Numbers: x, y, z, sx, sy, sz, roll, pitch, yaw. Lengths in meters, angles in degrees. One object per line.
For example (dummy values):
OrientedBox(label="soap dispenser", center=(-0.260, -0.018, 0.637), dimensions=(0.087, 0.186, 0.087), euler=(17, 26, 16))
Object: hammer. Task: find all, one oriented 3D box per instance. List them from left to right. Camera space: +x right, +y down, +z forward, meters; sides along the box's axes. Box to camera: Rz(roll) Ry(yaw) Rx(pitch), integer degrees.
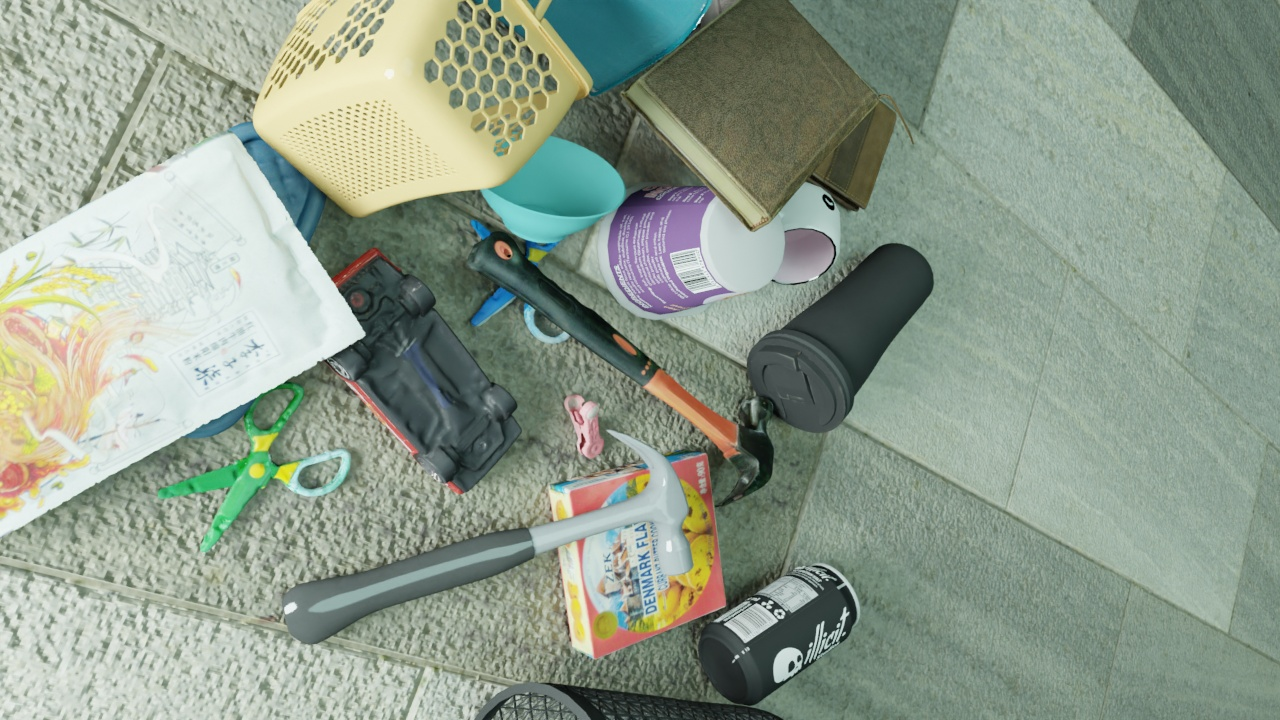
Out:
OrientedBox(label="hammer", center=(-0.105, 0.140, 0.689), dimensions=(0.310, 0.029, 0.125), euler=(-13, 98, -22))
OrientedBox(label="hammer", center=(-0.004, 0.004, 0.757), dimensions=(0.333, 0.033, 0.132), euler=(38, 40, -26))

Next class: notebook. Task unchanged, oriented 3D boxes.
OrientedBox(label="notebook", center=(0.112, -0.196, 0.735), dimensions=(0.190, 0.035, 0.214), euler=(45, 53, -4))

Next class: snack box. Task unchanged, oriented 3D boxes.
OrientedBox(label="snack box", center=(0.000, 0.161, 0.786), dimensions=(0.144, 0.040, 0.142), euler=(-11, 97, -34))

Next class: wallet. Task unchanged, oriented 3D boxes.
OrientedBox(label="wallet", center=(0.207, -0.224, 0.928), dimensions=(0.098, 0.027, 0.121), euler=(26, 78, -30))

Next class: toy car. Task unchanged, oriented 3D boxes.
OrientedBox(label="toy car", center=(-0.160, 0.013, 0.662), dimensions=(0.081, 0.056, 0.189), euler=(-48, 123, -23))

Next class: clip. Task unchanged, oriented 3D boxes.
OrientedBox(label="clip", center=(-0.049, 0.052, 0.763), dimensions=(0.023, 0.050, 0.059), euler=(-28, 148, -29))

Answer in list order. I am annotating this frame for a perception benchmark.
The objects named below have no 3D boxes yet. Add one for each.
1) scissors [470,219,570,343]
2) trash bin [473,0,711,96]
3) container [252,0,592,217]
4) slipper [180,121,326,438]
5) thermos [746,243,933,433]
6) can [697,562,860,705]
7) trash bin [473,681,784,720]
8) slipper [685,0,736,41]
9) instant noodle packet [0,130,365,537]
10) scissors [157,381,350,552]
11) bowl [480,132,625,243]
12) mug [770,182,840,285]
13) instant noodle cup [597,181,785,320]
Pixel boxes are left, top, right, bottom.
OrientedBox(label="scissors", center=(-0.091, -0.066, 0.735), dimensions=(0.125, 0.013, 0.130), euler=(-46, 113, -26))
OrientedBox(label="trash bin", center=(-0.061, -0.339, 0.647), dimensions=(0.218, 0.199, 0.196), euler=(24, 77, -26))
OrientedBox(label="container", center=(-0.135, -0.191, 0.583), dimensions=(0.129, 0.184, 0.166), euler=(45, 57, -38))
OrientedBox(label="slipper", center=(-0.266, -0.057, 0.585), dimensions=(0.103, 0.059, 0.213), euler=(24, 76, -31))
OrientedBox(label="thermos", center=(0.201, -0.030, 0.889), dimensions=(0.218, 0.106, 0.106), euler=(-42, 114, -32))
OrientedBox(label="can", center=(0.130, 0.252, 0.855), dimensions=(0.145, 0.080, 0.080), euler=(-22, 104, -32))
OrientedBox(label="trash bin", center=(0.011, 0.360, 0.709), dimensions=(0.243, 0.217, 0.217), euler=(15, 83, -41))
OrientedBox(label="slipper", center=(0.087, -0.290, 0.824), dimensions=(0.106, 0.056, 0.221), euler=(-10, 86, -35))
OrientedBox(label="instant noodle packet", center=(-0.313, -0.007, 0.521), dimensions=(0.268, 0.057, 0.147), euler=(-33, 104, -15))
OrientedBox(label="scissors", center=(-0.255, 0.079, 0.625), dimensions=(0.116, 0.012, 0.129), euler=(37, 70, -30))
OrientedBox(label="bowl", center=(-0.076, -0.125, 0.706), dimensions=(0.120, 0.121, 0.046), euler=(-13, 138, -34))
OrientedBox(label="mug", center=(0.130, -0.130, 0.833), dimensions=(0.124, 0.090, 0.076), euler=(48, 30, -43))
OrientedBox(label="instant noodle cup", center=(0.053, -0.091, 0.765), dimensions=(0.137, 0.122, 0.121), euler=(42, 68, -28))
